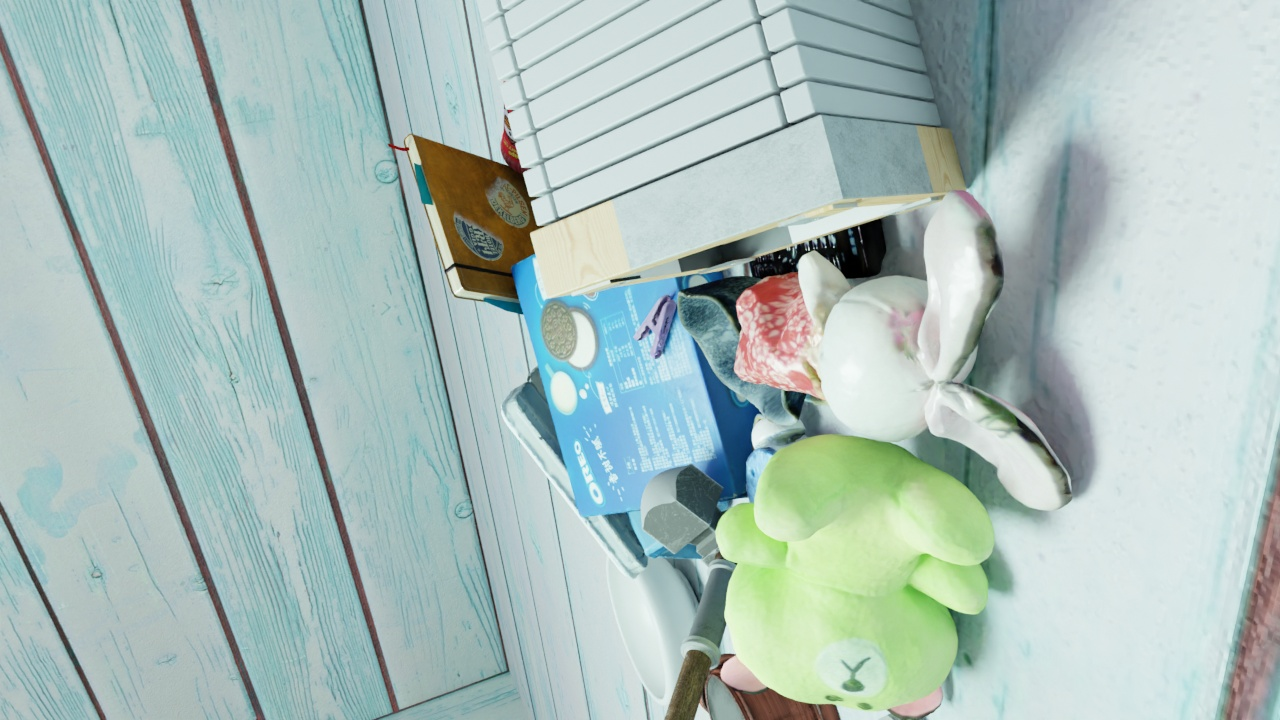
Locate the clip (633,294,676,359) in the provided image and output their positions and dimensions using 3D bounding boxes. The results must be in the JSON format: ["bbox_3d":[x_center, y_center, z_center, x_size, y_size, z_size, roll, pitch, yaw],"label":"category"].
[{"bbox_3d":[0.014,-0.021,0.681,0.052,0.014,0.043,-34,76,46],"label":"clip"}]

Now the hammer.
[{"bbox_3d":[0.027,0.207,0.554,0.156,0.321,0.043,38,128,-6],"label":"hammer"}]

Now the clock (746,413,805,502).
[{"bbox_3d":[0.104,0.087,0.623,0.125,0.052,0.089,-123,24,-44],"label":"clock"}]

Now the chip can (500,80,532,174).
[{"bbox_3d":[-0.089,-0.280,0.848,0.214,0.087,0.087,97,152,-48],"label":"chip can"}]

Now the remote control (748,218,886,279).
[{"bbox_3d":[0.102,-0.071,0.554,0.150,0.022,0.047,-168,64,-72],"label":"remote control"}]

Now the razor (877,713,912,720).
[{"bbox_3d":[0.138,0.285,0.580,0.047,0.116,0.088,98,152,-62],"label":"razor"}]

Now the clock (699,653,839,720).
[{"bbox_3d":[0.103,0.302,0.771,0.158,0.072,0.120,117,134,-64],"label":"clock"}]

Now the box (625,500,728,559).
[{"bbox_3d":[0.018,0.080,0.905,0.111,0.094,0.231,27,-152,-52],"label":"box"}]

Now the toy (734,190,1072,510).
[{"bbox_3d":[0.115,-0.007,0.453,0.194,0.084,0.159,20,141,61],"label":"toy"}]

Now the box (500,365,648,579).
[{"bbox_3d":[-0.053,0.098,0.908,0.209,0.045,0.191,53,-165,-11],"label":"box"}]

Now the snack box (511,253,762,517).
[{"bbox_3d":[-0.004,0.004,0.756,0.196,0.056,0.239,-17,88,48],"label":"snack box"}]

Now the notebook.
[{"bbox_3d":[-0.116,-0.115,0.880,0.014,0.248,0.178,-31,70,30],"label":"notebook"}]

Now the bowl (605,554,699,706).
[{"bbox_3d":[0.024,0.277,0.997,0.177,0.066,0.176,164,90,-72],"label":"bowl"}]

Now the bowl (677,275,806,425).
[{"bbox_3d":[0.077,-0.016,0.593,0.110,0.055,0.110,47,169,12],"label":"bowl"}]

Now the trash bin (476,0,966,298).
[{"bbox_3d":[0.024,-0.171,0.412,0.143,0.142,0.247,-14,91,37],"label":"trash bin"}]

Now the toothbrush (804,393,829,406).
[{"bbox_3d":[0.127,0.024,0.563,0.016,0.022,0.155,35,171,-17],"label":"toothbrush"}]

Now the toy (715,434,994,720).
[{"bbox_3d":[0.114,0.120,0.510,0.197,0.150,0.107,95,-178,-48],"label":"toy"}]
